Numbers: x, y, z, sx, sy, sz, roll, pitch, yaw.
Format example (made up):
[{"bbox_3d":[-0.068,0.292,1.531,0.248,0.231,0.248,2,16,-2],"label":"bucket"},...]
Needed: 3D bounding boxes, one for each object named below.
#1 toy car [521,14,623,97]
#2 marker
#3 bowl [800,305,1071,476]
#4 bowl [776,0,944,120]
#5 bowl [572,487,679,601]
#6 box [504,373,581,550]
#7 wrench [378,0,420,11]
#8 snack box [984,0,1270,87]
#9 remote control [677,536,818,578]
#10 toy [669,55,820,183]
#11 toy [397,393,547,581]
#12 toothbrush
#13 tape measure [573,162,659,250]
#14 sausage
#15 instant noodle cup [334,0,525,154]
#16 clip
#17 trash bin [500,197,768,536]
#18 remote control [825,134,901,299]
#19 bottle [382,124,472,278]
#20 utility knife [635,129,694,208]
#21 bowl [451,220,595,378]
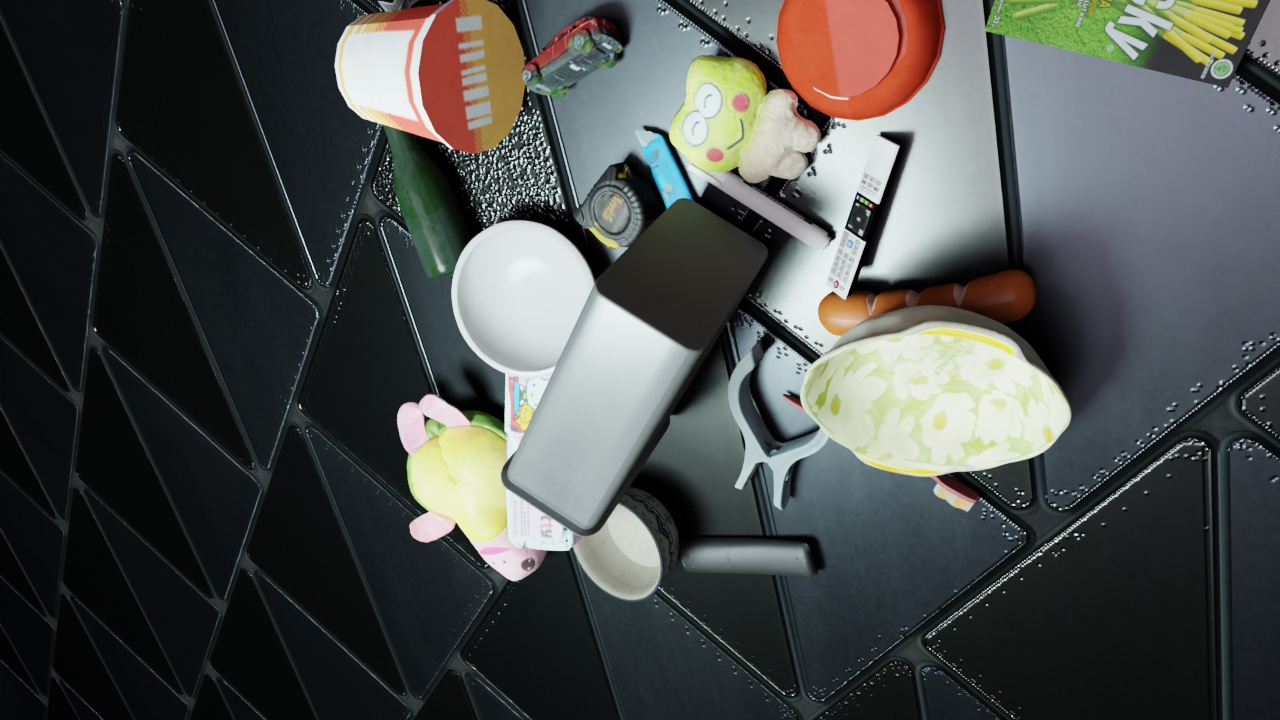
[{"bbox_3d":[-0.058,-0.251,0.759,0.091,0.042,0.036,-27,69,31],"label":"toy car"},{"bbox_3d":[0.096,-0.128,0.746,0.133,0.020,0.017,35,137,10],"label":"marker"},{"bbox_3d":[0.220,0.014,0.693,0.188,0.060,0.220,12,150,7],"label":"bowl"},{"bbox_3d":[0.150,-0.229,0.653,0.122,0.035,0.122,14,120,24],"label":"bowl"},{"bbox_3d":[-0.010,0.181,0.940,0.116,0.059,0.116,15,117,32],"label":"bowl"},{"bbox_3d":[-0.095,0.090,0.916,0.086,0.044,0.202,2,93,28],"label":"box"},{"bbox_3d":[-0.120,-0.331,0.774,0.274,0.010,0.070,4,116,29],"label":"wrench"},{"bbox_3d":[0.303,-0.230,0.569,0.148,0.025,0.080,22,124,19],"label":"snack box"},{"bbox_3d":[0.102,0.197,0.912,0.152,0.020,0.041,-7,112,35],"label":"remote control"},{"bbox_3d":[0.081,-0.182,0.712,0.115,0.046,0.092,26,123,7],"label":"toy"},{"bbox_3d":[-0.177,0.138,1.004,0.190,0.087,0.238,-29,104,17],"label":"toy"},{"bbox_3d":[0.203,0.076,0.795,0.184,0.015,0.016,30,129,15],"label":"toothbrush"},{"bbox_3d":[-0.014,-0.132,0.800,0.062,0.038,0.067,47,126,11],"label":"tape measure"},{"bbox_3d":[0.217,-0.040,0.709,0.165,0.039,0.044,-5,101,32],"label":"sausage"},{"bbox_3d":[-0.187,-0.249,0.793,0.121,0.123,0.123,15,121,32],"label":"instant noodle cup"},{"bbox_3d":[0.146,0.072,0.805,0.143,0.029,0.172,17,129,28],"label":"clip"},{"bbox_3d":[-0.005,0.004,0.757,0.097,0.191,0.220,32,129,5],"label":"trash bin"},{"bbox_3d":[0.172,-0.108,0.704,0.028,0.011,0.124,-126,43,-52],"label":"remote control"},{"bbox_3d":[-0.212,-0.169,0.885,0.055,0.055,0.174,-10,107,34],"label":"bottle"},{"bbox_3d":[0.035,-0.126,0.787,0.031,0.015,0.158,-18,103,33],"label":"utility knife"},{"bbox_3d":[-0.104,-0.060,0.876,0.150,0.043,0.149,4,104,17],"label":"bowl"}]
